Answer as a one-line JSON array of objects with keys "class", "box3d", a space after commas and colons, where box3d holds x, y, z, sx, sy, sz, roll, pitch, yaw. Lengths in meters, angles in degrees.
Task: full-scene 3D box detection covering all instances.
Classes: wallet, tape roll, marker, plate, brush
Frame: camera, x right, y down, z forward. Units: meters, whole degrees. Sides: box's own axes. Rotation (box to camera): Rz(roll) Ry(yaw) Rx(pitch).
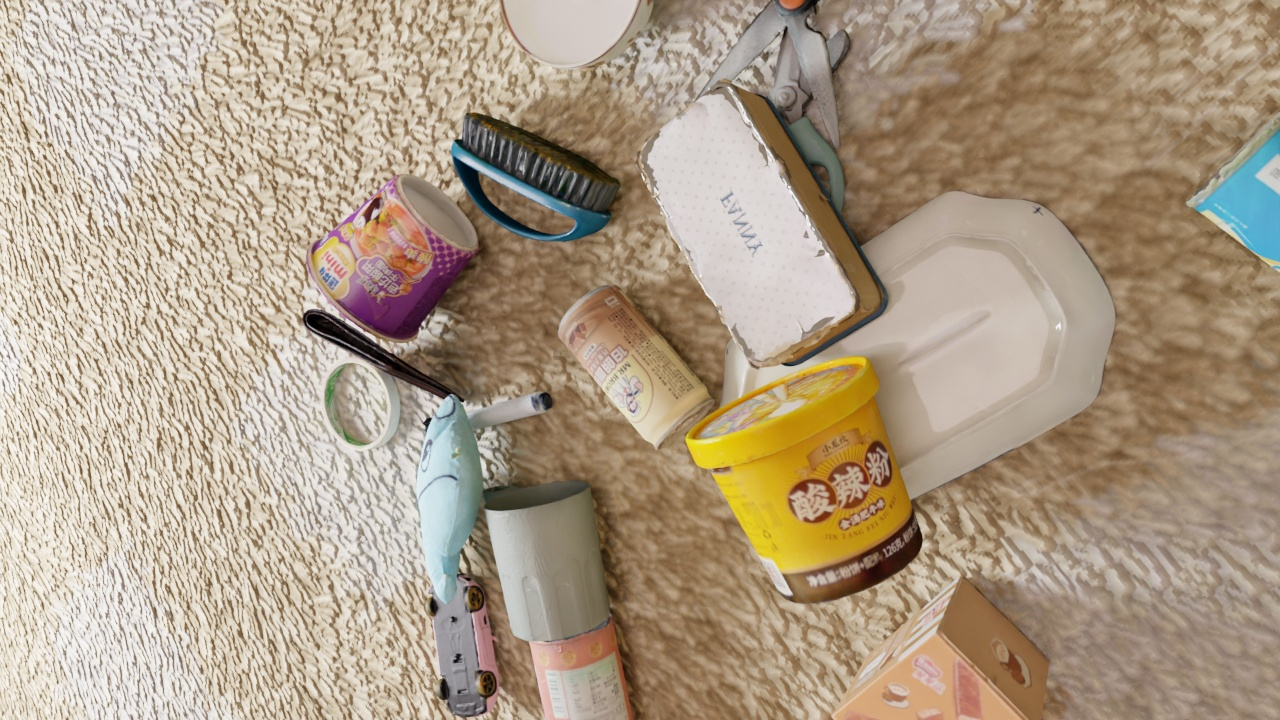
[{"class": "wallet", "box3d": [-0.204, 0.001, 0.741, 0.096, 0.122, 0.020, 28, 82, 22]}, {"class": "tape roll", "box3d": [-0.253, 0.039, 0.829, 0.086, 0.013, 0.086, 4, 100, 28]}, {"class": "marker", "box3d": [-0.129, 0.046, 0.761, 0.131, 0.018, 0.022, -16, 125, 30]}, {"class": "plate", "box3d": [0.161, 0.007, 0.590, 0.266, 0.034, 0.162, -34, 81, 28]}, {"class": "brush", "box3d": [-0.085, -0.131, 0.689, 0.144, 0.055, 0.074, 31, 109, 20]}]

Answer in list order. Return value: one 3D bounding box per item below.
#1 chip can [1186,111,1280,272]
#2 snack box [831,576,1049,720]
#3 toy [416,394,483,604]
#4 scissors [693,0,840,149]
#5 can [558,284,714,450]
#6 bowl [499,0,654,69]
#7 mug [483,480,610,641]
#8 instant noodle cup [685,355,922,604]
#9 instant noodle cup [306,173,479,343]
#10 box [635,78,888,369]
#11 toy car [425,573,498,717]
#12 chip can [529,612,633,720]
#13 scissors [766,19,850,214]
[{"class": "chip can", "box3d": [0.380, -0.037, 0.446, 0.210, 0.071, 0.071, 45, 115, 16]}, {"class": "snack box", "box3d": [0.189, 0.206, 0.573, 0.077, 0.092, 0.095, 46, 115, 15]}, {"class": "toy", "box3d": [-0.156, 0.113, 0.742, 0.157, 0.049, 0.161, 140, 128, -63]}, {"class": "scissors", "box3d": [0.108, -0.251, 0.582, 0.221, 0.021, 0.233, -25, 82, 28]}, {"class": "can", "box3d": [-0.004, 0.004, 0.665, 0.116, 0.058, 0.059, 49, 116, 13]}, {"class": "bowl", "box3d": [-0.035, -0.259, 0.639, 0.114, 0.062, 0.113, 5, 102, 27]}, {"class": "mug", "box3d": [-0.082, 0.154, 0.727, 0.124, 0.083, 0.103, -5, 97, 56]}, {"class": "instant noodle cup", "box3d": [0.103, 0.073, 0.550, 0.119, 0.118, 0.114, -22, 95, 29]}, {"class": "instant noodle cup", "box3d": [-0.191, -0.086, 0.728, 0.099, 0.111, 0.111, -42, 77, 19]}, {"class": "box", "box3d": [0.077, -0.078, 0.573, 0.090, 0.062, 0.184, -32, 81, 29]}, {"class": "toy car", "box3d": [-0.152, 0.246, 0.796, 0.056, 0.037, 0.122, -17, 77, 26]}, {"class": "chip can", "box3d": [-0.034, 0.310, 0.721, 0.071, 0.071, 0.214, -10, 93, 29]}, {"class": "scissors", "box3d": [0.096, -0.135, 0.613, 0.177, 0.019, 0.172, -44, 75, 23]}]
